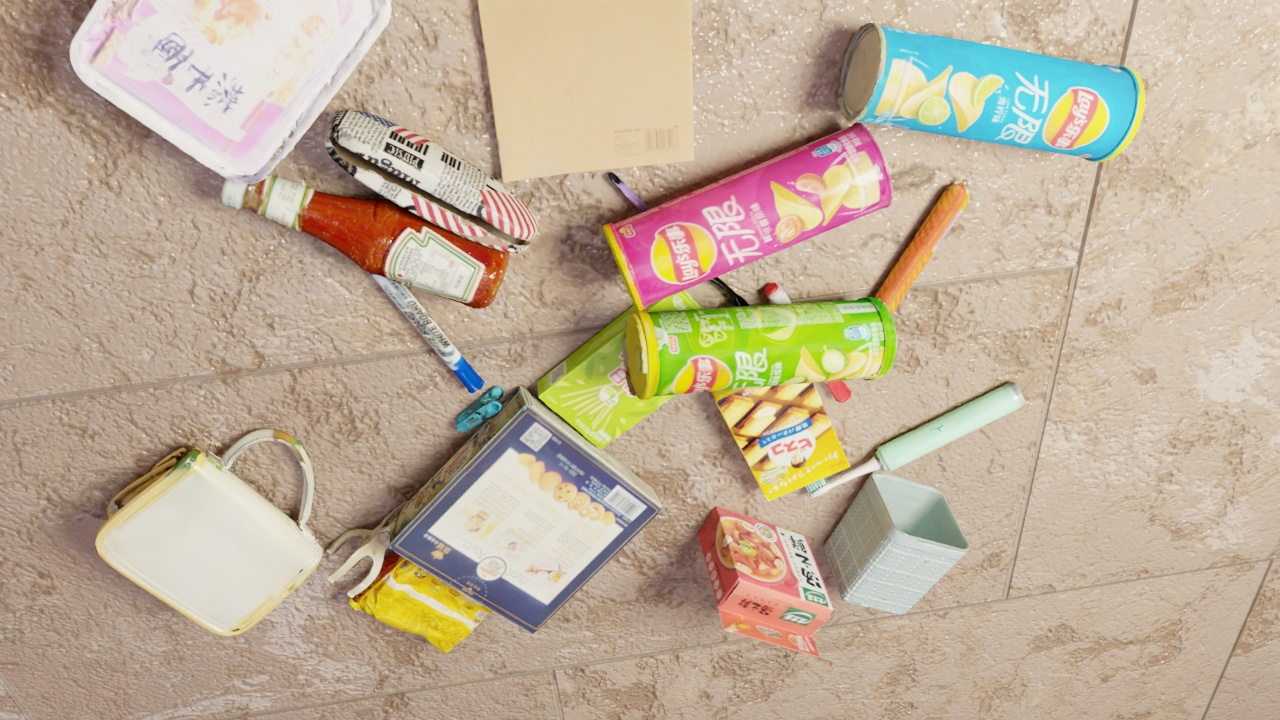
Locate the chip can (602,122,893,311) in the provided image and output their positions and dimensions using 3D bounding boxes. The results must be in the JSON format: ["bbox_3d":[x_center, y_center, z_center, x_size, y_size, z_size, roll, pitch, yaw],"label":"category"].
[{"bbox_3d":[0.081,-0.109,0.700,0.210,0.071,0.071,-22,123,1],"label":"chip can"}]

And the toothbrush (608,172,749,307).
[{"bbox_3d":[0.036,-0.088,0.754,0.017,0.014,0.189,-25,125,37],"label":"toothbrush"}]

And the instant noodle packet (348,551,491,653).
[{"bbox_3d":[-0.203,0.232,0.908,0.111,0.044,0.128,-41,122,16],"label":"instant noodle packet"}]

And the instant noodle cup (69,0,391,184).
[{"bbox_3d":[-0.259,-0.218,0.596,0.138,0.060,0.174,36,113,-27],"label":"instant noodle cup"}]

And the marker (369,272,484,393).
[{"bbox_3d":[-0.176,-0.028,0.758,0.017,0.016,0.146,-28,123,10],"label":"marker"}]

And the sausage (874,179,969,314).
[{"bbox_3d":[0.229,-0.081,0.780,0.021,0.021,0.165,19,118,-19],"label":"sausage"}]

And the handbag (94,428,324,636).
[{"bbox_3d":[-0.362,0.141,0.825,0.178,0.063,0.163,-39,121,-1],"label":"handbag"}]

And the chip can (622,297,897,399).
[{"bbox_3d":[0.100,-0.012,0.750,0.221,0.072,0.073,-4,124,-13],"label":"chip can"}]

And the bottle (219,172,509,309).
[{"bbox_3d":[-0.202,-0.096,0.684,0.206,0.059,0.060,19,118,-19],"label":"bottle"}]

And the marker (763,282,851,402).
[{"bbox_3d":[0.150,-0.014,0.815,0.017,0.017,0.145,-32,122,12],"label":"marker"}]

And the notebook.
[{"bbox_3d":[-0.037,-0.233,0.648,0.149,0.012,0.212,-7,124,-5],"label":"notebook"}]

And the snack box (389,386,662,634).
[{"bbox_3d":[-0.104,0.143,0.846,0.182,0.045,0.178,-44,119,7],"label":"snack box"}]

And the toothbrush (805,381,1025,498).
[{"bbox_3d":[0.264,0.082,0.890,0.225,0.027,0.026,-29,155,10],"label":"toothbrush"}]

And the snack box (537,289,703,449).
[{"bbox_3d":[-0.005,0.005,0.799,0.156,0.026,0.086,-37,121,15],"label":"snack box"}]

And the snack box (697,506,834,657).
[{"bbox_3d":[0.123,0.213,0.894,0.113,0.127,0.044,22,117,-22],"label":"snack box"}]

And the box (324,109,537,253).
[{"bbox_3d":[-0.151,-0.125,0.670,0.164,0.072,0.060,29,97,-21],"label":"box"}]

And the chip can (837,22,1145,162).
[{"bbox_3d":[0.258,-0.197,0.679,0.210,0.071,0.071,6,122,-12],"label":"chip can"}]

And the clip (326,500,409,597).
[{"bbox_3d":[-0.258,0.171,0.873,0.035,0.094,0.102,47,68,-29],"label":"clip"}]

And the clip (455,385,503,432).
[{"bbox_3d":[-0.142,0.044,0.809,0.057,0.049,0.015,-35,122,21],"label":"clip"}]

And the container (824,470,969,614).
[{"bbox_3d":[0.250,0.187,0.921,0.090,0.090,0.112,17,122,-18],"label":"container"}]

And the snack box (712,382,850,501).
[{"bbox_3d":[0.131,0.061,0.853,0.087,0.033,0.140,-24,125,8],"label":"snack box"}]
